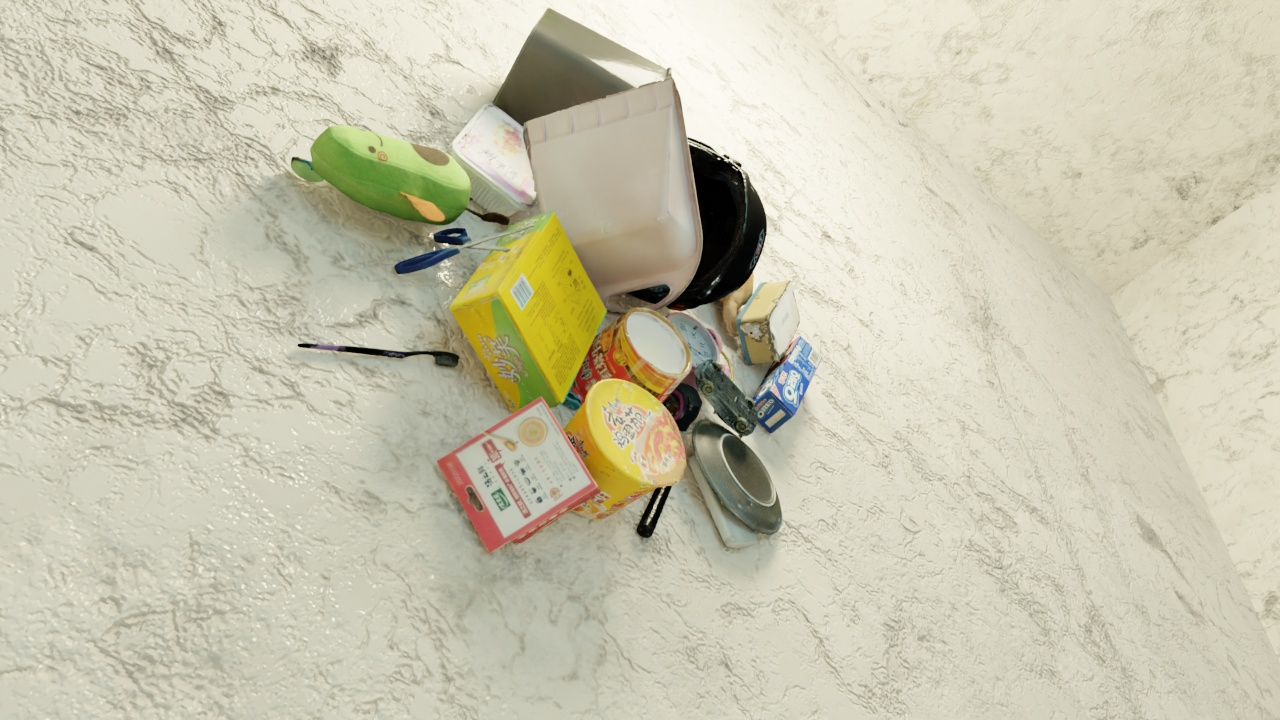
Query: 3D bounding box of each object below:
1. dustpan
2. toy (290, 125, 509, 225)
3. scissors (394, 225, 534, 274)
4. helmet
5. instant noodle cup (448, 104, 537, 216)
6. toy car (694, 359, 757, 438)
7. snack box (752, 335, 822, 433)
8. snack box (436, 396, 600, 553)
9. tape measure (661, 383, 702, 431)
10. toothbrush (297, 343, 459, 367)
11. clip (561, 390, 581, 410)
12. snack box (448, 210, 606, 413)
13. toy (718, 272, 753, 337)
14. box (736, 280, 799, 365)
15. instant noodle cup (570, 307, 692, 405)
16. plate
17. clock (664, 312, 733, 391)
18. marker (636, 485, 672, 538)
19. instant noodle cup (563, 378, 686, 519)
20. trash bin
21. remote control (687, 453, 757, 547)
[{"bbox_3d":[-0.030,-0.206,1.221,0.139,0.223,0.273,44,41,-60],"label":"dustpan"},{"bbox_3d":[-0.280,-0.217,1.094,0.246,0.090,0.227,10,24,-44],"label":"toy"},{"bbox_3d":[-0.212,-0.135,1.086,0.162,0.176,0.012,-26,118,-22],"label":"scissors"},{"bbox_3d":[0.068,-0.188,1.317,0.275,0.233,0.229,24,7,39],"label":"helmet"},{"bbox_3d":[-0.197,-0.270,1.282,0.138,0.061,0.173,37,37,-15],"label":"instant noodle cup"},{"bbox_3d":[0.115,0.052,1.245,0.120,0.037,0.054,49,37,-16],"label":"toy car"},{"bbox_3d":[0.228,0.034,1.434,0.057,0.058,0.206,45,34,-3],"label":"snack box"},{"bbox_3d":[-0.124,0.120,0.947,0.113,0.127,0.044,57,-6,14],"label":"snack box"},{"bbox_3d":[0.050,0.059,1.219,0.039,0.057,0.058,10,30,-43],"label":"tape measure"},{"bbox_3d":[-0.273,-0.006,0.977,0.188,0.014,0.016,6,64,-44],"label":"toothbrush"},{"bbox_3d":[-0.096,0.042,1.119,0.055,0.013,0.038,34,37,-16],"label":"clip"},{"bbox_3d":[-0.125,-0.059,1.088,0.158,0.070,0.209,62,26,-27],"label":"snack box"},{"bbox_3d":[0.138,-0.145,1.507,0.143,0.083,0.226,-3,62,-48],"label":"toy"},{"bbox_3d":[0.211,-0.067,1.490,0.183,0.059,0.090,-50,129,-58],"label":"box"},{"bbox_3d":[-0.007,0.007,1.165,0.138,0.109,0.137,29,38,-26],"label":"instant noodle cup"},{"bbox_3d":[0.136,0.149,1.220,0.179,0.024,0.179,41,25,-25],"label":"plate"},{"bbox_3d":[0.071,-0.006,1.305,0.158,0.060,0.117,22,42,-34],"label":"clock"},{"bbox_3d":[0.023,0.165,1.115,0.020,0.022,0.131,6,32,16],"label":"marker"},{"bbox_3d":[-0.036,0.107,1.032,0.138,0.110,0.137,28,38,-25],"label":"instant noodle cup"},{"bbox_3d":[-0.095,-0.411,1.430,0.219,0.200,0.198,30,36,-12],"label":"trash bin"},{"bbox_3d":[0.106,0.180,1.188,0.055,0.020,0.136,8,48,-45],"label":"remote control"}]
